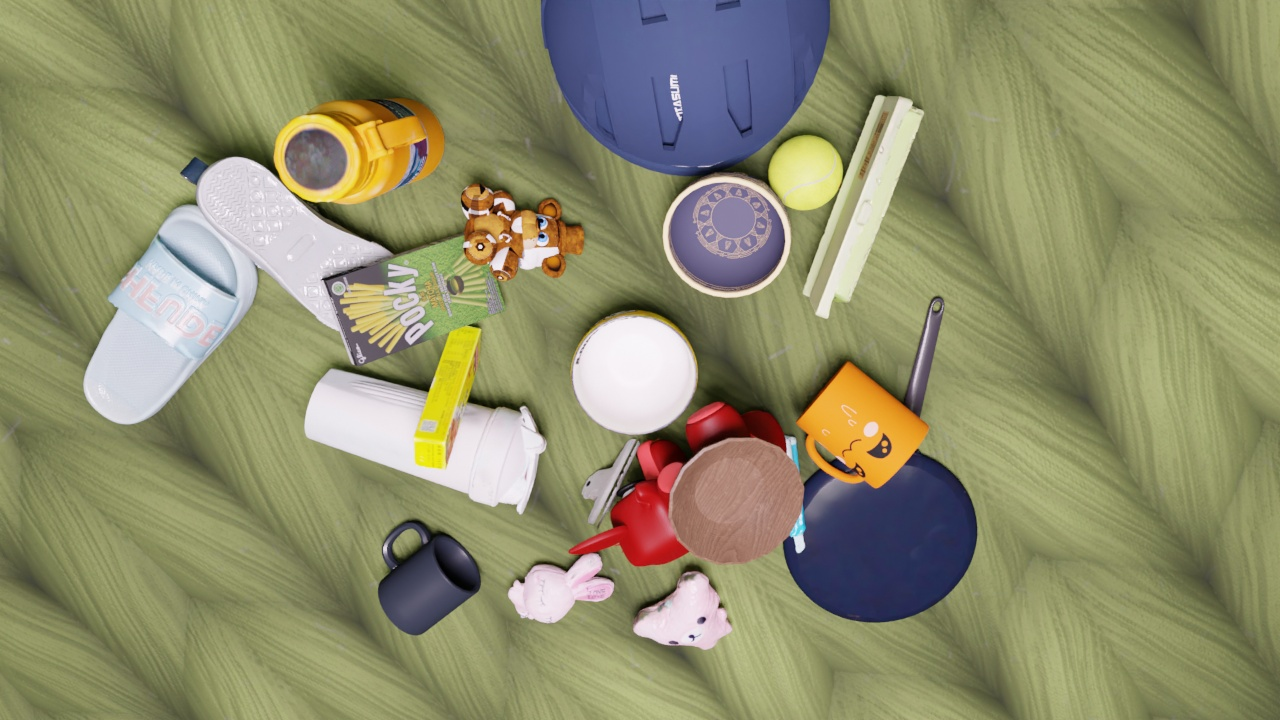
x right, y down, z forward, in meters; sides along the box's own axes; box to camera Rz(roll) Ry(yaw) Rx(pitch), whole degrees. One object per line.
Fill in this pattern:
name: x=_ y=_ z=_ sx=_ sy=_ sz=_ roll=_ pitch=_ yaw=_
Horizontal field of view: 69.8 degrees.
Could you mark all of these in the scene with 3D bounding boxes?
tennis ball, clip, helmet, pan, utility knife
tennis ball: x=0.146 y=-0.167 z=0.815 sx=0.065 sy=0.065 sz=0.065 roll=0 pitch=107 yaw=1
clip: x=-0.036 y=0.126 z=0.920 sx=0.040 sy=0.101 sz=0.054 roll=32 pitch=149 yaw=-5
helmet: x=0.040 y=-0.253 z=0.737 sx=0.232 sy=0.222 sz=0.273 roll=-9 pitch=143 yaw=4
pan: x=0.259 y=0.110 z=0.923 sx=0.199 sy=0.021 sz=0.357 roll=8 pitch=107 yaw=-1
utility knife: x=0.151 y=0.135 z=0.924 sx=0.022 sy=0.015 sz=0.123 roll=-6 pitch=96 yaw=5

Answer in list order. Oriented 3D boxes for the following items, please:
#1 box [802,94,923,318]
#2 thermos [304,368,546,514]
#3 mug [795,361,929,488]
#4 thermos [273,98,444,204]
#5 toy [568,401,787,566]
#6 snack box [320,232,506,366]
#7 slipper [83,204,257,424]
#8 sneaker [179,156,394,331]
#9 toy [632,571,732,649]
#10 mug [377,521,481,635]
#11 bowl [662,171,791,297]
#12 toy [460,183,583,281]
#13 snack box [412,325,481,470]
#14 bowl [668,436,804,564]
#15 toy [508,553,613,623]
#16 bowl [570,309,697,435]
box: x=0.189 y=-0.135 z=0.794 sx=0.047 sy=0.140 sz=0.188 roll=22 pitch=109 yaw=13
thermos: x=-0.204 y=0.070 z=0.886 sx=0.220 sy=0.099 sz=0.099 roll=17 pitch=107 yaw=0
mug: x=0.202 y=0.071 z=0.877 sx=0.096 sy=0.077 sz=0.113 roll=40 pitch=136 yaw=8
thermos: x=-0.214 y=-0.176 z=0.734 sx=0.076 sy=0.232 sz=0.091 roll=41 pitch=103 yaw=-10
toy: x=0.043 y=0.125 z=0.870 sx=0.198 sy=0.158 sz=0.120 roll=-36 pitch=69 yaw=19
snack box: x=-0.204 y=-0.059 z=0.839 sx=0.147 sy=0.025 sz=0.080 roll=-24 pitch=108 yaw=-26
slipper: x=-0.453 y=-0.033 z=0.868 sx=0.104 sy=0.074 sz=0.246 roll=37 pitch=106 yaw=-10
sneaker: x=-0.307 y=-0.100 z=0.840 sx=0.235 sy=0.087 sz=0.089 roll=43 pitch=75 yaw=-31
toy: x=0.054 y=0.271 z=0.962 sx=0.096 sy=0.052 sz=0.099 roll=40 pitch=108 yaw=-23
mug: x=-0.226 y=0.218 z=0.949 sx=0.077 sy=0.071 sz=0.105 roll=-39 pitch=76 yaw=12
bowl: x=0.081 y=-0.121 z=0.829 sx=0.112 sy=0.061 sz=0.113 roll=6 pitch=121 yaw=11
toy: x=-0.107 y=-0.114 z=0.835 sx=0.112 sy=0.067 sz=0.087 roll=-1 pitch=72 yaw=-17
snack box: x=-0.175 y=0.031 z=0.842 sx=0.029 sy=0.147 sz=0.040 roll=9 pitch=135 yaw=-2
bowl: x=0.078 y=0.114 z=0.778 sx=0.118 sy=0.030 sz=0.118 roll=-3 pitch=108 yaw=-9
toy: x=-0.084 y=0.240 z=0.958 sx=0.110 sy=0.047 sz=0.063 roll=-22 pitch=114 yaw=5
bowl: x=-0.005 y=0.005 z=0.871 sx=0.117 sy=0.067 sz=0.117 roll=0 pitch=108 yaw=1
